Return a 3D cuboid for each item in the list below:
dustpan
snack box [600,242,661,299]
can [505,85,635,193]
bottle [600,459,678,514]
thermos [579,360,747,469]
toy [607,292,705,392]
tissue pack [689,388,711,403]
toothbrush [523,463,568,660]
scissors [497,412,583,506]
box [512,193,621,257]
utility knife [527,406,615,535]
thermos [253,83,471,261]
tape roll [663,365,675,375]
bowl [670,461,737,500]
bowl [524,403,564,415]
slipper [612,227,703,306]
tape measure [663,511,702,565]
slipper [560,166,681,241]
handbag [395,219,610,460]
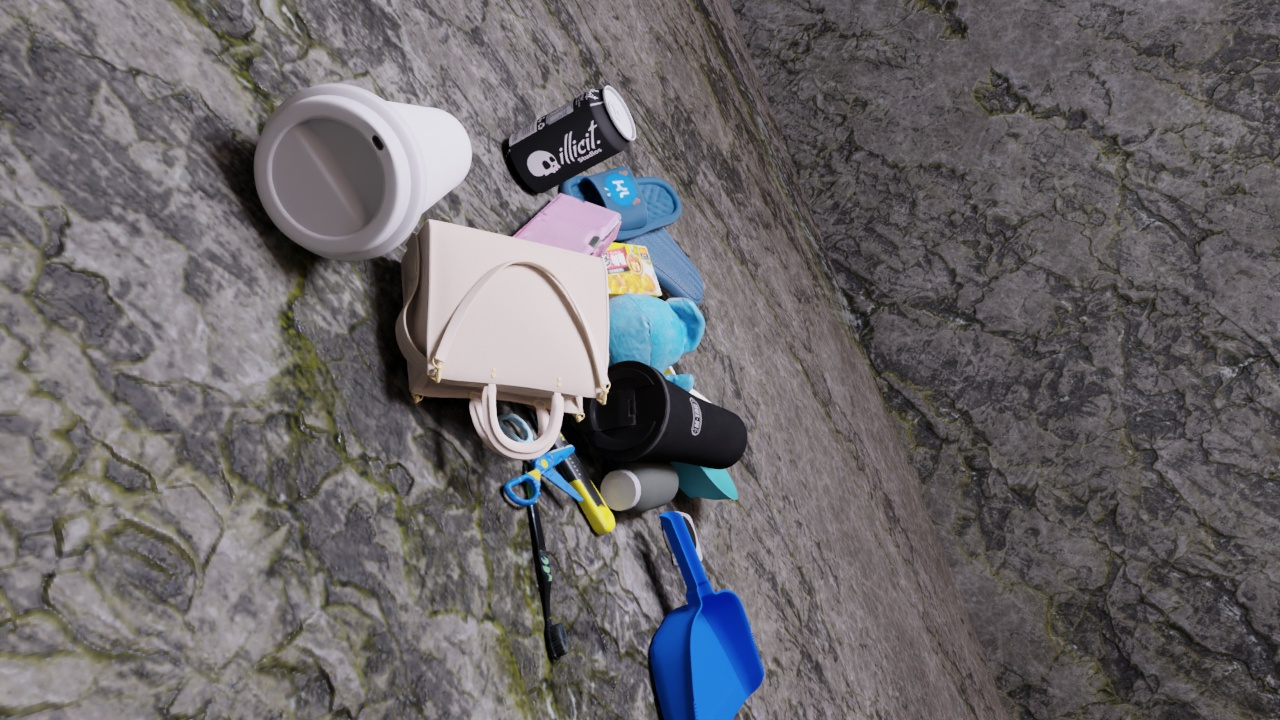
[{"bbox_3d":[0.060,0.297,1.024,0.245,0.060,0.257,-10,76,-67],"label":"dustpan"},{"bbox_3d":[-0.033,-0.117,1.209,0.152,0.025,0.075,-4,72,-55],"label":"snack box"},{"bbox_3d":[-0.085,-0.266,1.110,0.080,0.146,0.080,48,29,-38],"label":"can"},{"bbox_3d":[-0.002,0.140,1.026,0.108,0.060,0.060,3,66,-66],"label":"bottle"},{"bbox_3d":[0.037,0.072,1.025,0.218,0.106,0.105,21,50,-52],"label":"thermos"},{"bbox_3d":[-0.006,0.006,1.088,0.115,0.183,0.181,26,-53,59],"label":"toy"},{"bbox_3d":[0.079,0.079,1.213,0.114,0.034,0.099,35,21,-50],"label":"tissue pack"},{"bbox_3d":[-0.089,0.181,0.849,0.014,0.017,0.187,28,43,-54],"label":"toothbrush"},{"bbox_3d":[-0.102,0.096,0.892,0.125,0.016,0.125,-20,85,-61],"label":"scissors"},{"bbox_3d":[-0.090,-0.141,1.073,0.098,0.041,0.232,26,28,2],"label":"box"},{"bbox_3d":[-0.081,0.095,0.947,0.198,0.020,0.028,60,22,-12],"label":"utility knife"},{"bbox_3d":[-0.214,-0.165,0.770,0.131,0.132,0.221,62,15,-13],"label":"thermos"},{"bbox_3d":[0.029,0.035,1.250,0.094,0.019,0.093,48,29,-39],"label":"tape roll"},{"bbox_3d":[0.070,0.142,1.185,0.121,0.046,0.121,49,11,-14],"label":"bowl"},{"bbox_3d":[-0.092,-0.022,0.944,0.147,0.069,0.147,49,23,-30],"label":"bowl"},{"bbox_3d":[0.012,-0.151,1.345,0.213,0.059,0.103,43,41,-23],"label":"slipper"},{"bbox_3d":[0.050,0.219,1.126,0.064,0.017,0.065,24,47,-60],"label":"tape measure"},{"bbox_3d":[-0.017,-0.219,1.268,0.213,0.059,0.103,-12,73,-43],"label":"slipper"},{"bbox_3d":[-0.116,-0.007,0.808,0.194,0.102,0.197,9,61,-31],"label":"handbag"}]
